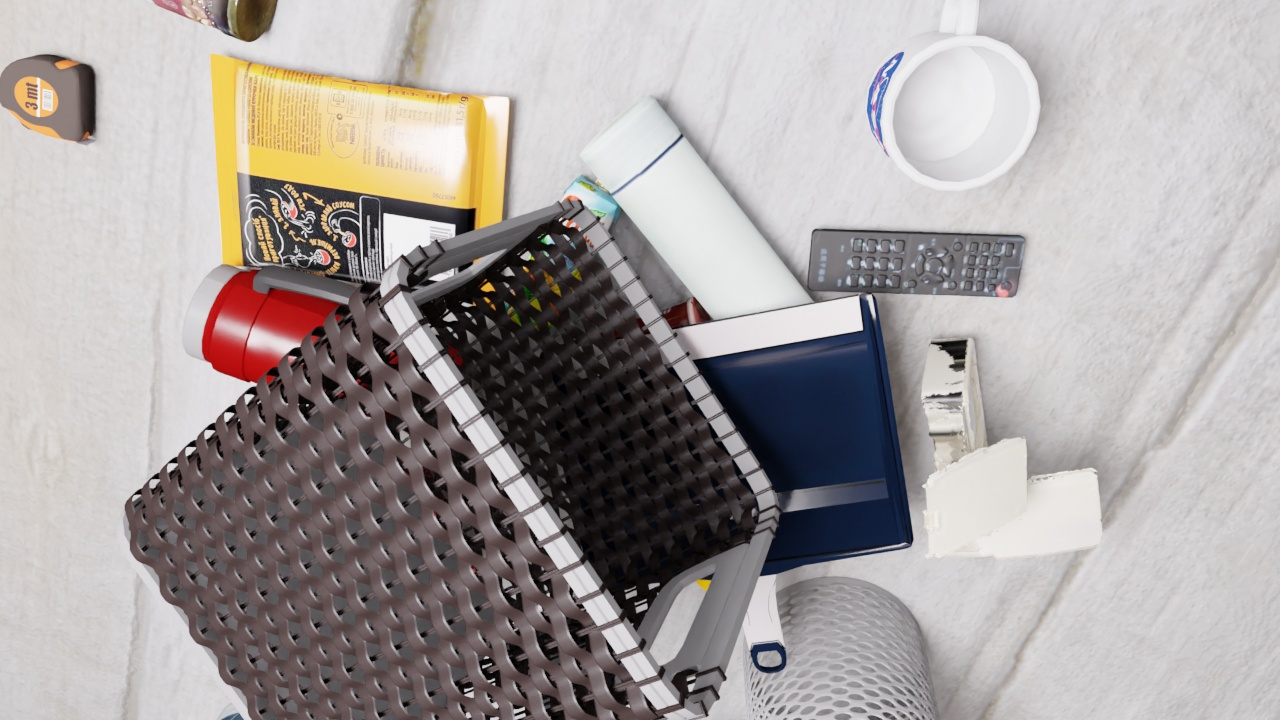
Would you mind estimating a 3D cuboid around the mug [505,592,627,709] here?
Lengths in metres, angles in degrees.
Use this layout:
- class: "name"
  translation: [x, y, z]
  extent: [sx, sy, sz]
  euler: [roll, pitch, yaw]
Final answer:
- class: "mug"
  translation: [-0.068, 0.247, 0.799]
  extent: [0.100, 0.084, 0.118]
  euler: [-6, 81, 22]

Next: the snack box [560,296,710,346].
- class: "snack box"
  translation: [-0.004, 0.004, 0.693]
  extent: [0.121, 0.072, 0.072]
  euler: [-18, 108, 14]

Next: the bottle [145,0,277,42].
- class: "bottle"
  translation: [-0.313, -0.266, 0.632]
  extent: [0.105, 0.056, 0.056]
  euler: [22, 112, -2]

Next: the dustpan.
- class: "dustpan"
  translation: [0.071, 0.107, 0.664]
  extent: [0.236, 0.080, 0.273]
  euler: [-10, 122, 10]

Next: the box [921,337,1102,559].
- class: "box"
  translation: [0.251, 0.081, 0.618]
  extent: [0.105, 0.186, 0.143]
  euler: [-6, 117, 25]

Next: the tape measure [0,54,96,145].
- class: "tape measure"
  translation: [-0.440, -0.198, 0.685]
  extent: [0.058, 0.038, 0.058]
  euler: [9, 113, -12]

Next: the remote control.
- class: "remote control"
  translation: [0.198, -0.072, 0.667]
  extent: [0.150, 0.022, 0.047]
  euler: [3, 111, 4]

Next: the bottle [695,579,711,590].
- class: "bottle"
  translation: [0.078, 0.120, 0.743]
  extent: [0.043, 0.043, 0.144]
  euler: [12, 112, 2]

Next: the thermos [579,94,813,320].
- class: "thermos"
  translation: [0.053, -0.079, 0.656]
  extent: [0.068, 0.067, 0.230]
  euler: [-36, 104, 18]

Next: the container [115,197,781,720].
- class: "container"
  translation: [-0.100, 0.086, 0.543]
  extent: [0.244, 0.246, 0.245]
  euler: [-31, 95, 23]

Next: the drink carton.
- class: "drink carton"
  translation: [-0.059, -0.076, 0.685]
  extent: [0.044, 0.038, 0.129]
  euler: [30, 112, -5]

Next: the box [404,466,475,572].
- class: "box"
  translation: [-0.221, 0.166, 0.745]
  extent: [0.157, 0.087, 0.129]
  euler: [-30, 98, -10]

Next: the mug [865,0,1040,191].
- class: "mug"
  translation: [0.198, -0.177, 0.587]
  extent: [0.091, 0.090, 0.121]
  euler: [5, 112, 5]

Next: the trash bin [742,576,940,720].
- class: "trash bin"
  translation: [0.159, 0.289, 0.725]
  extent: [0.156, 0.183, 0.157]
  euler: [2, 111, 6]

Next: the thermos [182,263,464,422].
- class: "thermos"
  translation: [-0.236, -0.014, 0.703]
  extent: [0.198, 0.083, 0.108]
  euler: [20, 129, -4]

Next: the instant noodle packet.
- class: "instant noodle packet"
  translation: [-0.211, -0.130, 0.685]
  extent: [0.221, 0.032, 0.160]
  euler: [9, 114, 3]

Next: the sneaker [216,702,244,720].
- class: "sneaker"
  translation: [-0.315, 0.365, 0.862]
  extent: [0.236, 0.087, 0.089]
  euler: [-9, 110, 11]
